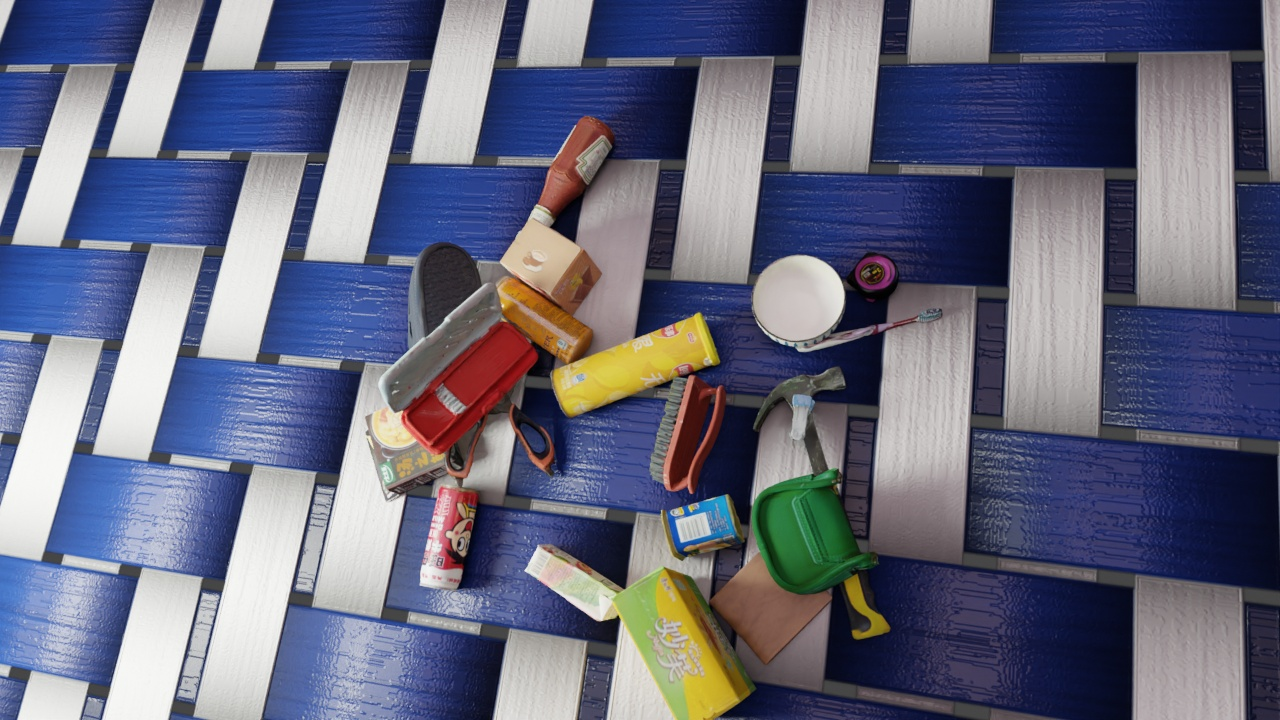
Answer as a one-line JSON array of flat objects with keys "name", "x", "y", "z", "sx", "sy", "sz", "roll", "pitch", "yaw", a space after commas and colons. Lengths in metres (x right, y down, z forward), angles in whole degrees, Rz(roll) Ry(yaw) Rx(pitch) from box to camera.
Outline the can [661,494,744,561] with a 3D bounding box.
[{"name": "can", "x": 0.076, "y": 0.201, "z": 1.107, "sx": 0.083, "sy": 0.102, "sz": 0.057, "roll": -16, "pitch": 71, "yaw": 6}]

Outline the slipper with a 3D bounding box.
[{"name": "slipper", "x": -0.279, "y": -0.029, "z": 1.256, "sx": 0.083, "sy": 0.110, "sz": 0.268, "roll": -13, "pitch": 78, "yaw": 40}]

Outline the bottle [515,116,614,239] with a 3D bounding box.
[{"name": "bottle", "x": -0.111, "y": -0.250, "z": 1.306, "sx": 0.060, "sy": 0.060, "sz": 0.206, "roll": 29, "pitch": 84, "yaw": 20}]

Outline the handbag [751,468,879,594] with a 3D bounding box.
[{"name": "handbag", "x": 0.197, "y": 0.198, "z": 1.058, "sx": 0.120, "sy": 0.068, "sz": 0.131, "roll": -27, "pitch": 71, "yaw": 18}]

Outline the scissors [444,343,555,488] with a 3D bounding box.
[{"name": "scissors", "x": -0.191, "y": 0.071, "z": 1.223, "sx": 0.188, "sy": 0.015, "sz": 0.225, "roll": -28, "pitch": 79, "yaw": -23}]

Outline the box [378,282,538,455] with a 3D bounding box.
[{"name": "box", "x": -0.234, "y": 0.009, "z": 1.177, "sx": 0.074, "sy": 0.154, "sz": 0.200, "roll": 12, "pitch": 50, "yaw": 47}]

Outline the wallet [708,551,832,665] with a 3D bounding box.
[{"name": "wallet", "x": 0.156, "y": 0.288, "z": 1.101, "sx": 0.115, "sy": 0.020, "sz": 0.101, "roll": -45, "pitch": 69, "yaw": 2}]

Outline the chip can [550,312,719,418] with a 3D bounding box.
[{"name": "chip can", "x": -0.007, "y": 0.007, "z": 1.199, "sx": 0.213, "sy": 0.072, "sz": 0.072, "roll": -20, "pitch": 70, "yaw": 9}]

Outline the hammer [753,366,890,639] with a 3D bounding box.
[{"name": "hammer", "x": 0.227, "y": 0.172, "z": 1.114, "sx": 0.126, "sy": 0.032, "sz": 0.323, "roll": -16, "pitch": 72, "yaw": 9}]

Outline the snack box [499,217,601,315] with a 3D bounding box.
[{"name": "snack box", "x": -0.121, "y": -0.127, "z": 1.253, "sx": 0.093, "sy": 0.094, "sz": 0.077, "roll": 33, "pitch": 85, "yaw": 20}]

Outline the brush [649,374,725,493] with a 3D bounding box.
[{"name": "brush", "x": 0.061, "y": 0.095, "z": 1.160, "sx": 0.069, "sy": 0.063, "sz": 0.145, "roll": 11, "pitch": 78, "yaw": 30}]

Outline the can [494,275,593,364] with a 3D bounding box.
[{"name": "can", "x": -0.137, "y": -0.055, "z": 1.244, "sx": 0.146, "sy": 0.058, "sz": 0.058, "roll": 33, "pitch": 84, "yaw": 11}]

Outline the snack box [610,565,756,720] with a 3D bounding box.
[{"name": "snack box", "x": 0.053, "y": 0.318, "z": 1.020, "sx": 0.070, "sy": 0.210, "sz": 0.157, "roll": -32, "pitch": 70, "yaw": 2}]

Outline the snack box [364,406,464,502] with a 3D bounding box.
[{"name": "snack box", "x": -0.319, "y": 0.117, "z": 1.261, "sx": 0.125, "sy": 0.053, "sz": 0.113, "roll": -24, "pitch": 70, "yaw": 1}]

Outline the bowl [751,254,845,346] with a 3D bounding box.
[{"name": "bowl", "x": 0.202, "y": -0.069, "z": 1.170, "sx": 0.116, "sy": 0.066, "sz": 0.116, "roll": -4, "pitch": 73, "yaw": 12}]

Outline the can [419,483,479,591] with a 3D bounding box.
[{"name": "can", "x": -0.251, "y": 0.232, "z": 1.204, "sx": 0.053, "sy": 0.053, "sz": 0.132, "roll": 6, "pitch": 76, "yaw": 16}]

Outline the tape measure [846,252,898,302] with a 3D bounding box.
[{"name": "tape measure", "x": 0.300, "y": -0.106, "z": 1.171, "sx": 0.058, "sy": 0.039, "sz": 0.057, "roll": 35, "pitch": 85, "yaw": 25}]

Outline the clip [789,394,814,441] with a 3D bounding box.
[{"name": "clip", "x": 0.196, "y": 0.071, "z": 1.124, "sx": 0.027, "sy": 0.043, "sz": 0.058, "roll": 9, "pitch": 81, "yaw": 14}]

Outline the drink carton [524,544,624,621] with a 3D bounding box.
[{"name": "drink carton", "x": -0.081, "y": 0.279, "z": 1.148, "sx": 0.122, "sy": 0.053, "sz": 0.045, "roll": 28, "pitch": 87, "yaw": 19}]

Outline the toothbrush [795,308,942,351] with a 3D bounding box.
[{"name": "toothbrush", "x": 0.289, "y": -0.039, "z": 1.165, "sx": 0.188, "sy": 0.017, "sz": 0.016, "roll": -14, "pitch": 71, "yaw": 9}]
